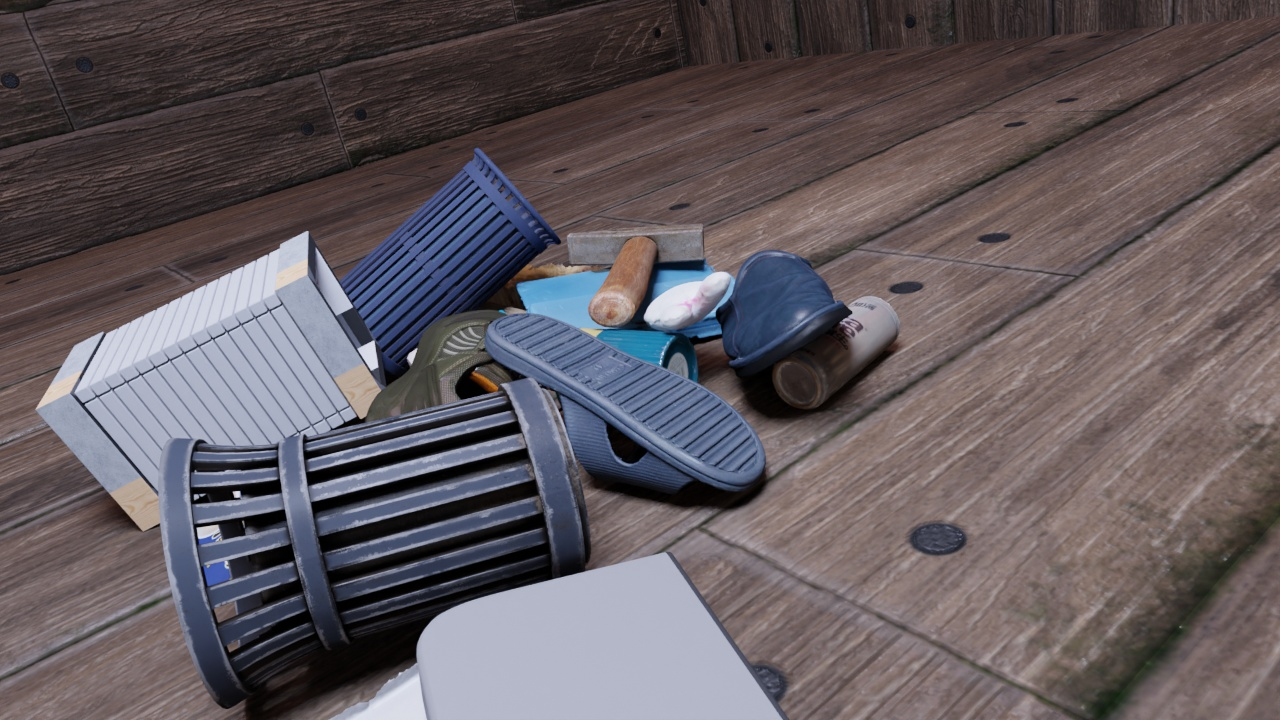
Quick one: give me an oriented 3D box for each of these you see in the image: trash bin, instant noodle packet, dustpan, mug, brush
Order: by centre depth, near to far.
[{"bbox_3d":[-0.072,0.182,0.470,0.257,0.033,0.163,-9,25,-19],"label":"dustpan"},{"bbox_3d":[-0.159,0.102,0.587,0.227,0.164,0.164,-13,22,-15],"label":"trash bin"},{"bbox_3d":[-0.329,0.136,0.748,0.087,0.026,0.134,-48,34,-15],"label":"instant noodle packet"},{"bbox_3d":[-0.005,0.005,0.833,0.107,0.083,0.113,1,27,30],"label":"mug"},{"bbox_3d":[-0.389,0.013,0.865,0.247,0.142,0.142,-28,29,-6],"label":"trash bin"},{"bbox_3d":[-0.228,-0.102,1.031,0.249,0.139,0.139,-42,26,0],"label":"trash bin"},{"bbox_3d":[-0.142,-0.086,1.153,0.272,0.057,0.083,7,28,38],"label":"brush"}]

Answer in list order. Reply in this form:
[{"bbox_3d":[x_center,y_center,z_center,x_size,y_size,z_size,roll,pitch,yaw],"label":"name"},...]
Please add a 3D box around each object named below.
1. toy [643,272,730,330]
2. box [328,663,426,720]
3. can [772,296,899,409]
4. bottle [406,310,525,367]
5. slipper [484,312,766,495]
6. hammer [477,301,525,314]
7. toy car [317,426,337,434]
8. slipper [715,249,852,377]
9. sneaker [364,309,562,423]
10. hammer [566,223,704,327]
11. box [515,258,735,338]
[{"bbox_3d":[0.040,-0.050,0.835,0.076,0.037,0.125,-31,7,-9],"label":"toy"},{"bbox_3d":[-0.116,0.213,0.478,0.209,0.034,0.129,-28,35,-31],"label":"box"},{"bbox_3d":[0.173,-0.008,0.809,0.054,0.054,0.135,10,32,43],"label":"can"},{"bbox_3d":[-0.181,-0.019,1.003,0.146,0.051,0.051,-30,27,-17],"label":"bottle"},{"bbox_3d":[-0.020,0.047,0.738,0.264,0.083,0.101,29,33,26],"label":"slipper"},{"bbox_3d":[-0.148,-0.047,1.063,0.332,0.030,0.119,17,76,36],"label":"hammer"},{"bbox_3d":[-0.320,0.048,0.949,0.112,0.040,0.048,-42,34,-27],"label":"toy car"},{"bbox_3d":[0.112,-0.053,0.821,0.109,0.083,0.265,-30,6,8],"label":"slipper"},{"bbox_3d":[-0.142,0.009,0.861,0.143,0.101,0.237,-11,26,25],"label":"sneaker"},{"bbox_3d":[-0.017,-0.091,0.945,0.158,0.037,0.300,-3,19,6],"label":"hammer"},{"bbox_3d":[-0.011,-0.068,1.001,0.231,0.033,0.174,-11,32,-15],"label":"box"}]
